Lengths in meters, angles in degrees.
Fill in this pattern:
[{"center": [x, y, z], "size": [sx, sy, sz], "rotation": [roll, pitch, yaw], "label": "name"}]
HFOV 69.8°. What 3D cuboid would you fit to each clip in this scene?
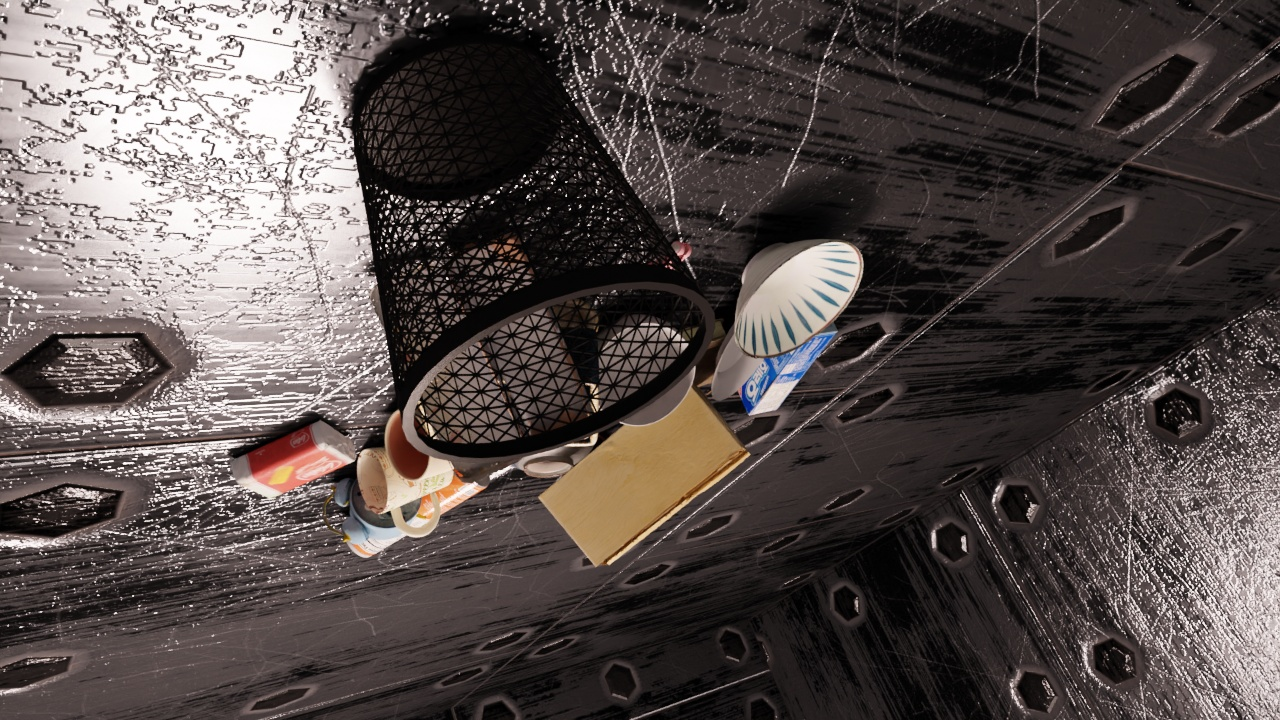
[{"center": [0.035, -0.107, 1.005], "size": [0.038, 0.022, 0.059], "rotation": [9, 138, -45], "label": "clip"}]

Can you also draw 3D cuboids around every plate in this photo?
[{"center": [0.138, -0.026, 1.202], "size": [0.172, 0.019, 0.173], "rotation": [-44, 155, -27], "label": "plate"}]

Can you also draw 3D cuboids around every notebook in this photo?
[{"center": [0.009, 0.028, 1.235], "size": [0.215, 0.034, 0.190], "rotation": [-17, 155, -13], "label": "notebook"}]

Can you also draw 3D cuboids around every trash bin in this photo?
[{"center": [-0.095, -0.087, 0.659], "size": [0.216, 0.243, 0.217], "rotation": [-20, 155, -10], "label": "trash bin"}]

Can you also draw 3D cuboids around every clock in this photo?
[{"center": [-0.341, 0.186, 1.174], "size": [0.124, 0.088, 0.052], "rotation": [-9, 151, -28], "label": "clock"}]

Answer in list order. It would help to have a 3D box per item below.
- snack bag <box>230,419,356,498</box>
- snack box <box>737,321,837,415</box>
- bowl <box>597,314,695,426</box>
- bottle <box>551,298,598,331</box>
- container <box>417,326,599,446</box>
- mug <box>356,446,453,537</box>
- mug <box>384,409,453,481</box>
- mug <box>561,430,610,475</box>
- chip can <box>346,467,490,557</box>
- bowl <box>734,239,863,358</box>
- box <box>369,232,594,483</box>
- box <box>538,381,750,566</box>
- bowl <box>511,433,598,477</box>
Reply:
[{"center": [-0.394, 0.114, 1.046], "size": [0.116, 0.036, 0.077], "rotation": [-24, 155, 0], "label": "snack bag"}, {"center": [0.208, 0.000, 1.332], "size": [0.059, 0.059, 0.227], "rotation": [-10, 151, -22], "label": "snack box"}, {"center": [-0.007, 0.006, 1.104], "size": [0.131, 0.064, 0.132], "rotation": [-7, 113, -18], "label": "bowl"}, {"center": [-0.091, -0.005, 1.055], "size": [0.056, 0.056, 0.162], "rotation": [-13, 154, -23], "label": "bottle"}, {"center": [-0.138, 0.028, 0.983], "size": [0.187, 0.071, 0.145], "rotation": [1, 148, -2], "label": "container"}, {"center": [-0.286, 0.160, 1.147], "size": [0.097, 0.122, 0.081], "rotation": [-12, 173, -41], "label": "mug"}, {"center": [-0.247, 0.092, 1.095], "size": [0.112, 0.085, 0.104], "rotation": [-7, -178, 38], "label": "mug"}, {"center": [-0.079, 0.145, 1.348], "size": [0.114, 0.087, 0.088], "rotation": [-25, 174, 16], "label": "mug"}, {"center": [-0.307, 0.195, 1.254], "size": [0.211, 0.062, 0.062], "rotation": [-31, 155, 16], "label": "chip can"}, {"center": [0.170, -0.089, 1.083], "size": [0.177, 0.071, 0.178], "rotation": [-23, 144, -18], "label": "bowl"}, {"center": [-0.147, 0.002, 0.869], "size": [0.154, 0.217, 0.058], "rotation": [-21, -159, 2], "label": "box"}, {"center": [0.004, 0.147, 1.207], "size": [0.249, 0.140, 0.123], "rotation": [-39, 152, 6], "label": "box"}, {"center": [-0.126, 0.120, 1.232], "size": [0.150, 0.056, 0.151], "rotation": [-5, 156, -3], "label": "bowl"}]
